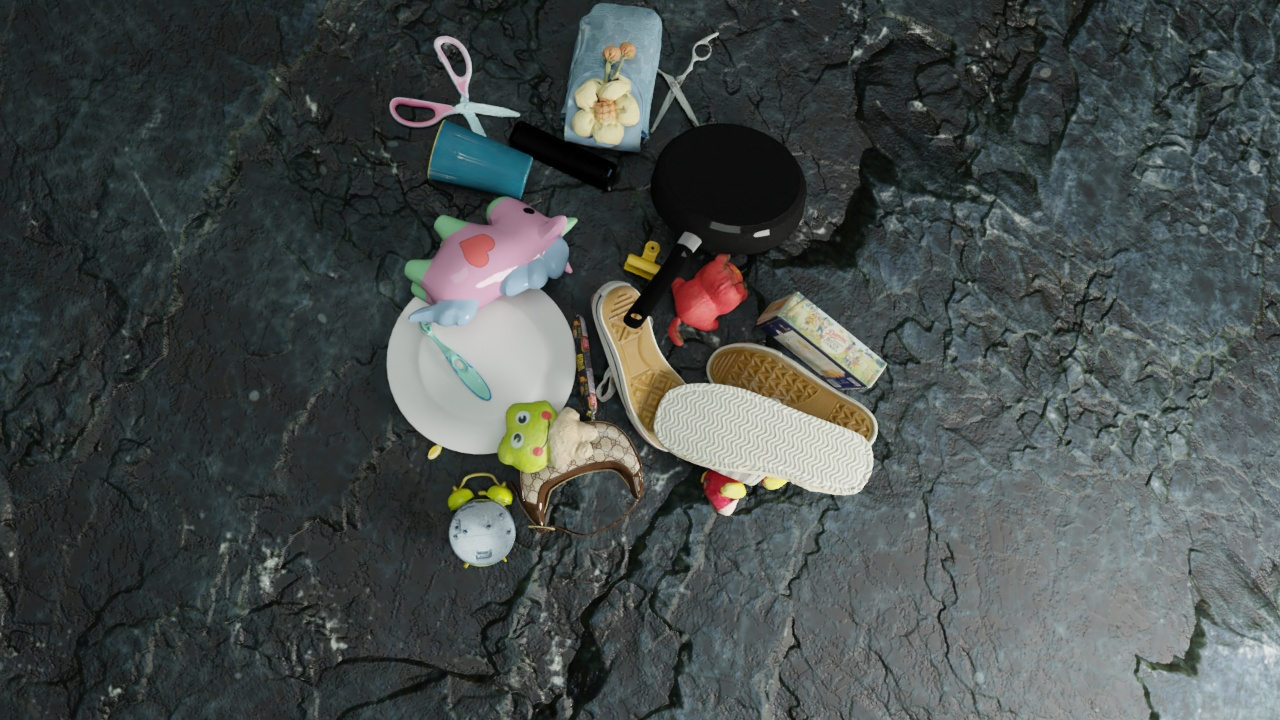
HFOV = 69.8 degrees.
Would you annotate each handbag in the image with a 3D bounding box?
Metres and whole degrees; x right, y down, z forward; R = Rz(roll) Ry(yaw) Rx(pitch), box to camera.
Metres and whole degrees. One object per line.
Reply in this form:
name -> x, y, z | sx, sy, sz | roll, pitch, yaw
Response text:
handbag -> -0.079, 0.154, 1.163 | 0.166, 0.063, 0.138 | -17, 77, -4
handbag -> -0.035, -0.368, 1.188 | 0.122, 0.118, 0.192 | 12, 90, 2

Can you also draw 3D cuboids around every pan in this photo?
pan -> 0.078, -0.174, 1.152 | 0.204, 0.044, 0.354 | 29, 60, 11

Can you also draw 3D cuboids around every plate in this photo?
plate -> -0.204, -0.001, 1.182 | 0.242, 0.016, 0.242 | 1, 80, -6

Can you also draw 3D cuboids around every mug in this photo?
mug -> -0.205, -0.254, 1.187 | 0.121, 0.078, 0.078 | 17, 84, -9

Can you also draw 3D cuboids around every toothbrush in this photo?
toothbrush -> -0.230, 0.074, 1.184 | 0.021, 0.016, 0.135 | 38, 83, 3
toothbrush -> -0.235, -0.001, 1.160 | 0.022, 0.017, 0.135 | -41, 86, -17

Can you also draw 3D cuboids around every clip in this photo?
clip -> 0.010, -0.134, 1.219 | 0.054, 0.045, 0.048 | 23, 108, -2

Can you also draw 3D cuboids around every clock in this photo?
clock -> -0.199, 0.201, 1.156 | 0.083, 0.057, 0.119 | -5, 86, -5

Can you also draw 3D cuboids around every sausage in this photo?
sausage -> -0.072, 0.006, 1.182 | 0.020, 0.020, 0.155 | -6, 65, -6

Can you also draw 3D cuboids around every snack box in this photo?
snack box -> 0.227, -0.022, 1.174 | 0.145, 0.144, 0.042 | 39, 86, -2

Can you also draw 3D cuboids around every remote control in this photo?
remote control -> -0.102, -0.274, 1.223 | 0.152, 0.020, 0.041 | 24, 82, -2

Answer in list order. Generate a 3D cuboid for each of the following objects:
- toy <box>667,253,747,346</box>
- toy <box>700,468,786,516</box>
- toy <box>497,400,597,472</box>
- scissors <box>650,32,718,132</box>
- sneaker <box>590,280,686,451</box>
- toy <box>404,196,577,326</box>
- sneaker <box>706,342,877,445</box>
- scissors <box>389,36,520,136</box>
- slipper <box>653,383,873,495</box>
toy -> 0.080, -0.080, 1.189 | 0.088, 0.094, 0.133 | 45, 83, -2
toy -> 0.138, 0.134, 1.195 | 0.137, 0.067, 0.105 | -35, 92, -14
toy -> -0.113, 0.094, 1.124 | 0.118, 0.043, 0.092 | 8, 70, 7
scissors -> 0.054, -0.385, 1.251 | 0.141, 0.014, 0.174 | 40, 81, 1
sneaker -> -0.007, 0.007, 1.179 | 0.118, 0.088, 0.241 | -30, 111, -19
toy -> -0.187, -0.118, 1.151 | 0.171, 0.120, 0.221 | 22, 63, 11
sneaker -> 0.199, 0.047, 1.202 | 0.235, 0.079, 0.087 | 27, 91, 15
scissors -> -0.243, -0.356, 1.219 | 0.170, 0.014, 0.168 | 6, 85, -5
slipper -> 0.151, 0.100, 1.139 | 0.273, 0.054, 0.114 | 14, 85, 5
